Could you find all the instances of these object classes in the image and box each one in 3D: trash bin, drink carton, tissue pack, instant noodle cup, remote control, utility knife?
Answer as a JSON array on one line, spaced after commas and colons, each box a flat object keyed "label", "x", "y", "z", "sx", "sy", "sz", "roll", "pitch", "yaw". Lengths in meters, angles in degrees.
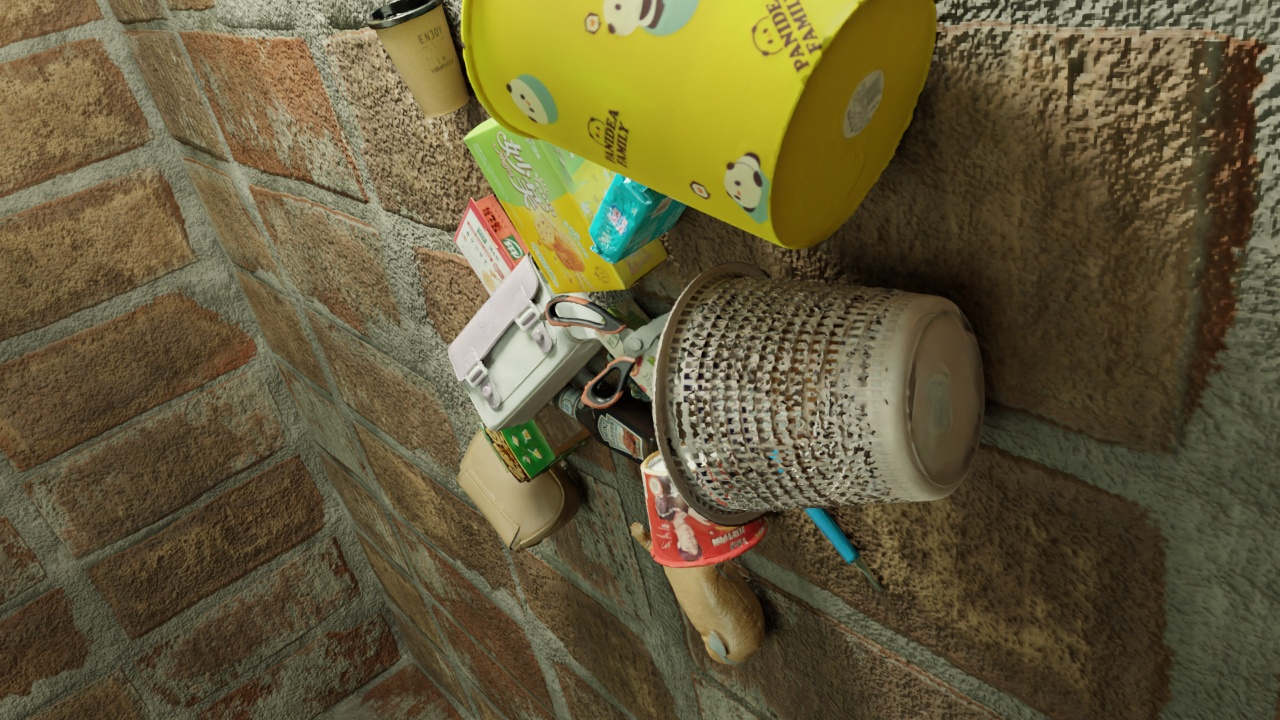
[{"label": "trash bin", "x": 0.044, "y": -0.215, "z": 0.642, "sx": 0.255, "sy": 0.229, "sz": 0.230, "roll": 35, "pitch": 143, "yaw": 27}, {"label": "trash bin", "x": 0.152, "y": 0.028, "z": 0.727, "sx": 0.192, "sy": 0.226, "sz": 0.227, "roll": -1, "pitch": 117, "yaw": 43}, {"label": "drink carton", "x": 0.006, "y": -0.010, "z": 1.053, "sx": 0.122, "sy": 0.045, "sz": 0.054, "roll": 49, "pitch": 139, "yaw": 14}, {"label": "tissue pack", "x": 0.006, "y": -0.153, "z": 0.874, "sx": 0.050, "sy": 0.093, "sz": 0.134, "roll": 50, "pitch": 149, "yaw": 7}, {"label": "instant noodle cup", "x": 0.065, "y": 0.156, "z": 1.039, "sx": 0.138, "sy": 0.137, "sz": 0.108, "roll": 3, "pitch": 111, "yaw": 56}, {"label": "remote control", "x": 0.126, "y": 0.059, "z": 0.961, "sx": 0.136, "sy": 0.020, "sz": 0.056, "roll": 25, "pitch": 137, "yaw": 44}, {"label": "utility knife", "x": 0.193, "y": 0.169, "z": 0.953, "sx": 0.187, "sy": 0.018, "sz": 0.034, "roll": 52, "pitch": -165, "yaw": 2}]

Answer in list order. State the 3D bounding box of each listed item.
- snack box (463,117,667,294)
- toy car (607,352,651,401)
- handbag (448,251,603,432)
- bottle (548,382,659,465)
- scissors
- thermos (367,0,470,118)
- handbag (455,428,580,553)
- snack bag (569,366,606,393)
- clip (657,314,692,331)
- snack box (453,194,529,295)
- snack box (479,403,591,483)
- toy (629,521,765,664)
[{"label": "snack box", "x": -0.082, "y": -0.175, "z": 0.985, "sx": 0.158, "sy": 0.069, "sz": 0.210, "roll": 3, "pitch": 128, "yaw": 56}, {"label": "toy car", "x": -0.007, "y": 0.006, "z": 1.101, "sx": 0.090, "sy": 0.034, "sz": 0.043, "roll": 53, "pitch": 153, "yaw": 14}, {"label": "handbag", "x": -0.149, "y": -0.024, "z": 1.160, "sx": 0.197, "sy": 0.098, "sz": 0.145, "roll": -44, "pitch": 69, "yaw": 31}, {"label": "bottle", "x": -0.045, "y": 0.074, "z": 1.182, "sx": 0.195, "sy": 0.043, "sz": 0.080, "roll": 25, "pitch": 137, "yaw": 31}, {"label": "scissors", "x": -0.021, "y": -0.019, "z": 1.018, "sx": 0.189, "sy": 0.015, "sz": 0.227, "roll": 48, "pitch": 127, "yaw": 5}, {"label": "thermos", "x": -0.258, "y": -0.367, "z": 1.088, "sx": 0.093, "sy": 0.092, "sz": 0.143, "roll": 23, "pitch": 143, "yaw": 46}, {"label": "handbag", "x": -0.195, "y": 0.199, "z": 1.468, "sx": 0.204, "sy": 0.148, "sz": 0.099, "roll": 46, "pitch": -174, "yaw": 24}, {"label": "snack bag", "x": -0.081, "y": 0.024, "z": 1.238, "sx": 0.105, "sy": 0.026, "sz": 0.045, "roll": 41, "pitch": 139, "yaw": 23}, {"label": "clip", "x": 0.035, "y": -0.039, "z": 1.015, "sx": 0.056, "sy": 0.026, "sz": 0.024, "roll": 15, "pitch": 128, "yaw": 67}, {"label": "snack box", "x": -0.192, "y": -0.152, "z": 1.225, "sx": 0.113, "sy": 0.044, "sz": 0.127, "roll": 57, "pitch": 152, "yaw": 4}, {"label": "snack box", "x": -0.142, "y": 0.100, "z": 1.330, "sx": 0.106, "sy": 0.118, "sz": 0.117, "roll": -29, "pitch": 92, "yaw": 48}, {"label": "toy", "x": 0.076, "y": 0.289, "z": 1.193, "sx": 0.226, "sy": 0.082, "sz": 0.144, "roll": 54, "pitch": 142, "yaw": 12}]
